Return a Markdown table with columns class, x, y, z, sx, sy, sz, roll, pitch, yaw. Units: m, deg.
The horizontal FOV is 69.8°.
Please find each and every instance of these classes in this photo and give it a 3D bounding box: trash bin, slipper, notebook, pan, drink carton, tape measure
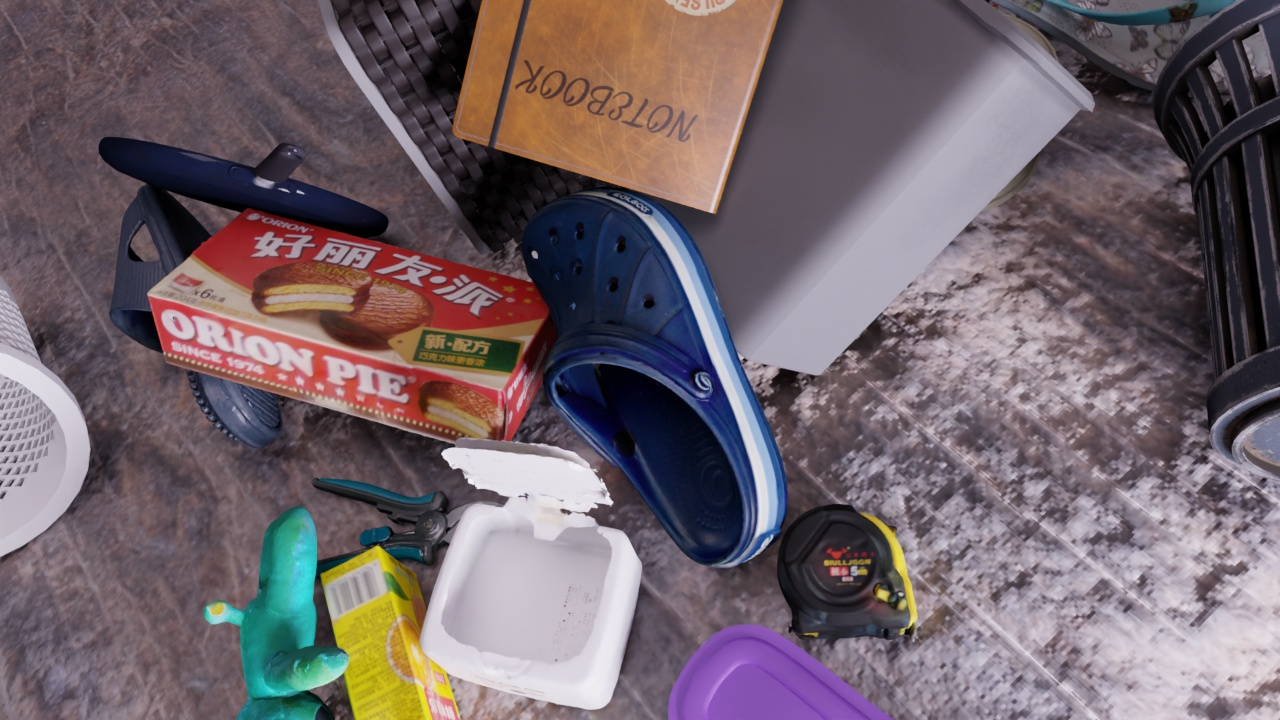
| class | x | y | z | sx | sy | sz | roll | pitch | yaw |
| --- | --- | --- | --- | --- | --- | --- | --- | --- | --- |
| trash bin | 0.114 | -0.134 | 0.560 | 0.220 | 0.097 | 0.191 | -50 | 51 | 27 |
| slipper | 0.311 | -0.254 | 0.613 | 0.269 | 0.055 | 0.098 | 22 | 84 | 0 |
| trash bin | -0.523 | 0.017 | 0.664 | 0.195 | 0.195 | 0.199 | -37 | 47 | -9 |
| notebook | -0.005 | -0.227 | 0.510 | 0.178 | 0.014 | 0.249 | 16 | 105 | -5 |
| pan | -0.251 | -0.115 | 0.606 | 0.357 | 0.198 | 0.021 | 10 | 87 | 62 |
| slipper | 0.121 | 0.214 | 0.413 | 0.266 | 0.084 | 0.107 | 32 | 72 | 29 |
| drink carton | -0.137 | 0.179 | 0.521 | 0.043 | 0.058 | 0.134 | -26 | 57 | -3 |
| trash bin | 0.367 | -0.061 | 0.475 | 0.164 | 0.164 | 0.227 | 3 | 64 | 17 |
| tape measure | 0.111 | 0.117 | 0.503 | 0.071 | 0.042 | 0.072 | -7 | 62 | 12 |
| slipper | -0.348 | -0.030 | 0.686 | 0.082 | 0.101 | 0.263 | -31 | 60 | -6 |
| slipper | -0.003 | 0.003 | 0.533 | 0.095 | 0.105 | 0.252 | -14 | 68 | -40 |

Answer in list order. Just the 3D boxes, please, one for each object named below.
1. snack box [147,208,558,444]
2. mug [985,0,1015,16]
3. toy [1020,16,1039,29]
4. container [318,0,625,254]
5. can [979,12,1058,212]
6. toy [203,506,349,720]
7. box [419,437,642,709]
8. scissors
| class | x | y | z | sx | sy | sz | roll | pitch | yaw |
| --- | --- | --- | --- | --- | --- | --- | --- | --- | --- |
| snack box | -0.179 | -0.023 | 0.603 | 0.236 | 0.060 | 0.112 | 15 | 40 | 7 |
| mug | 0.238 | -0.279 | 0.700 | 0.090 | 0.074 | 0.105 | 5 | 35 | 18 |
| toy | 0.339 | -0.279 | 0.682 | 0.110 | 0.047 | 0.063 | -41 | 49 | -8 |
| container | -0.075 | -0.260 | 0.669 | 0.243 | 0.246 | 0.247 | -26 | 56 | 2 |
| can | 0.213 | -0.170 | 0.631 | 0.128 | 0.073 | 0.127 | -7 | 58 | 11 |
| toy | -0.204 | 0.181 | 0.509 | 0.072 | 0.131 | 0.193 | 4 | 73 | -29 |
| box | -0.060 | 0.105 | 0.496 | 0.108 | 0.137 | 0.128 | 10 | 62 | 11 |
| scissors | -0.165 | 0.107 | 0.598 | 0.156 | 0.019 | 0.124 | -34 | 59 | -9 |
